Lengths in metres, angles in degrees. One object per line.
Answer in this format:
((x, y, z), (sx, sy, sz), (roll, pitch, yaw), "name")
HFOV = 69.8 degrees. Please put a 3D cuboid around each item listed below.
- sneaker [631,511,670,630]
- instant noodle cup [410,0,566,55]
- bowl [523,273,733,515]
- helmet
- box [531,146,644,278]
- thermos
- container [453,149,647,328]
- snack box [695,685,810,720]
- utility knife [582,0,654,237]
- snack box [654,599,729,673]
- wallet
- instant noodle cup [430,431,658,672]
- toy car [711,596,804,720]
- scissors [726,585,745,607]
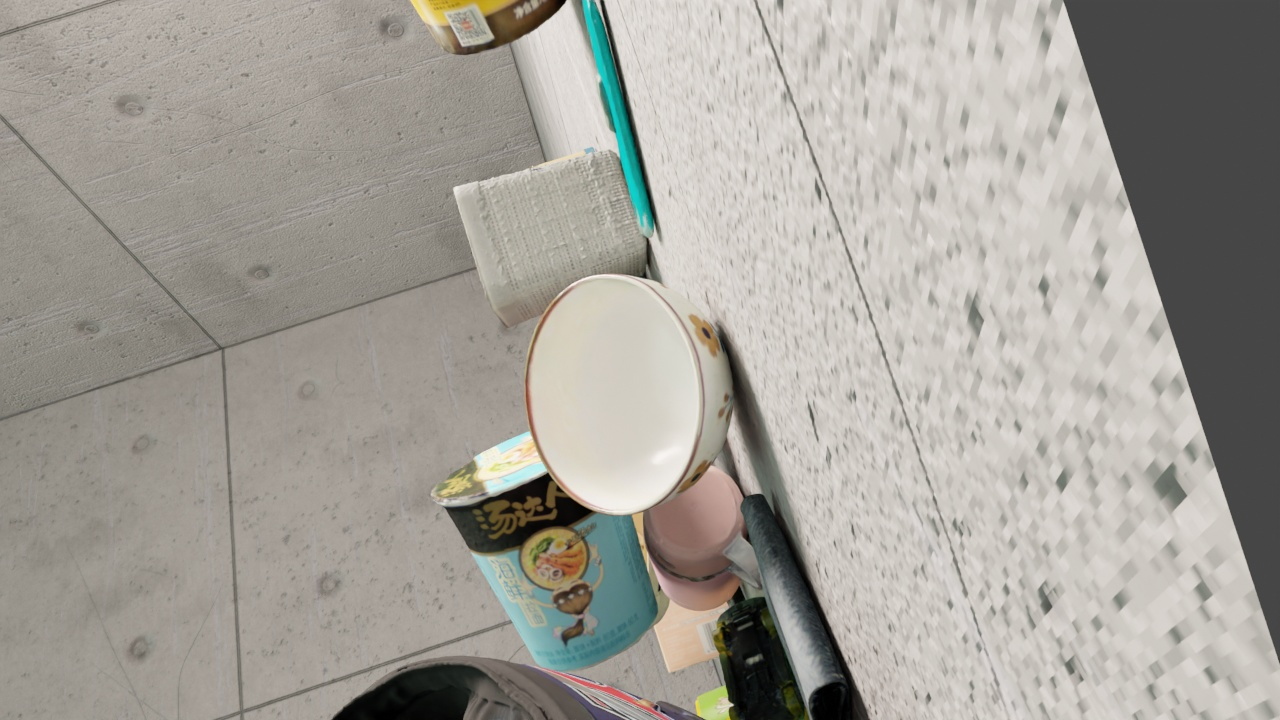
((0.020, 0.121, 0.751), (0.118, 0.087, 0.241), (38, 133, 44), "sneaker")
((-0.106, -0.259, 0.552), (0.118, 0.118, 0.114), (-111, -3, -48), "instant noodle cup")
((0.002, 0.014, 0.449), (0.062, 0.114, 0.113), (-6, -106, -49), "bowl")
((-0.008, 0.264, 0.353), (0.240, 0.247, 0.316), (42, 164, -25), "helmet")
((-0.042, -0.105, 0.781), (0.184, 0.064, 0.090), (-114, 5, -48), "box")
((0.045, 0.124, 0.592), (0.087, 0.067, 0.199), (38, 165, 16), "thermos")
((-0.059, -0.087, 0.650), (0.090, 0.114, 0.090), (92, 160, -82), "container")
((0.102, 0.328, 0.607), (0.158, 0.070, 0.210), (83, 168, -78), "snack box")
((-0.017, -0.147, 0.495), (0.029, 0.013, 0.196), (-112, 5, -54), "utility knife")
((0.041, 0.206, 0.869), (0.026, 0.084, 0.157), (66, -174, -84), "snack box")
((0.076, 0.134, 0.445), (0.121, 0.019, 0.097), (73, 179, -48), "wallet")
((-0.045, 0.107, 0.528), (0.111, 0.111, 0.120), (-124, 12, -81), "instant noodle cup")
((0.072, 0.186, 0.550), (0.036, 0.043, 0.091), (55, -165, -32), "toy car")
((0.105, 0.264, 0.773), (0.181, 0.014, 0.159), (-117, 7, -56), "scissors")
